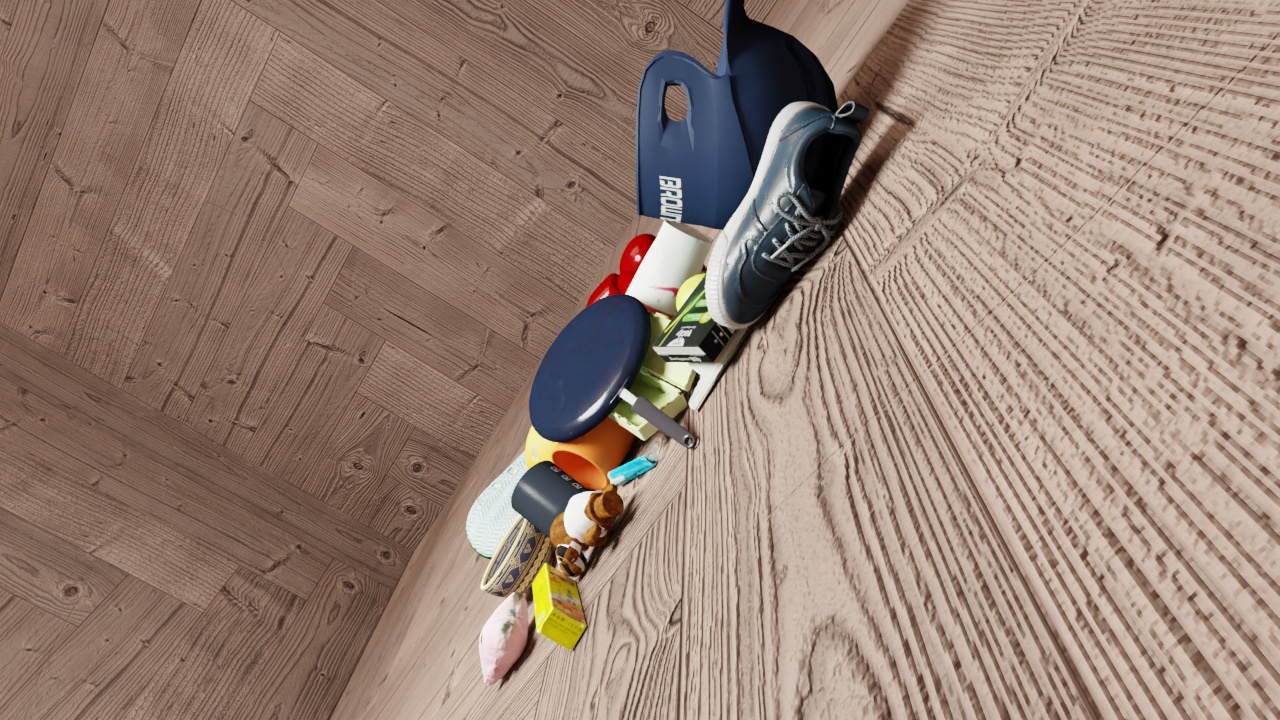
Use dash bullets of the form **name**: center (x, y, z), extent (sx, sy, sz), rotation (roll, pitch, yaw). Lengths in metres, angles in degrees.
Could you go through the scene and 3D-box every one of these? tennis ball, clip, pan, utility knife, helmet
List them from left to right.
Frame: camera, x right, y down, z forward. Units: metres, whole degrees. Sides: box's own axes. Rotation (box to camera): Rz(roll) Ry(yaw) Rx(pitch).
- **pan**: center (-0.030, 0.027, 1.020), extent (0.198, 0.021, 0.356), rotation (-55, 32, -1)
- **utility knife**: center (-0.005, 0.119, 1.004), extent (0.124, 0.022, 0.015), rotation (-35, 25, 59)
- **tennis ball**: center (0.073, -0.065, 1.039), extent (0.065, 0.065, 0.065), rotation (-56, 10, 14)
- **clip**: center (0.077, 0.003, 0.953), extent (0.102, 0.040, 0.054), rotation (-56, 29, 6)
- **helmet**: center (0.110, -0.279, 1.023), extent (0.232, 0.223, 0.272), rotation (76, -165, -84)

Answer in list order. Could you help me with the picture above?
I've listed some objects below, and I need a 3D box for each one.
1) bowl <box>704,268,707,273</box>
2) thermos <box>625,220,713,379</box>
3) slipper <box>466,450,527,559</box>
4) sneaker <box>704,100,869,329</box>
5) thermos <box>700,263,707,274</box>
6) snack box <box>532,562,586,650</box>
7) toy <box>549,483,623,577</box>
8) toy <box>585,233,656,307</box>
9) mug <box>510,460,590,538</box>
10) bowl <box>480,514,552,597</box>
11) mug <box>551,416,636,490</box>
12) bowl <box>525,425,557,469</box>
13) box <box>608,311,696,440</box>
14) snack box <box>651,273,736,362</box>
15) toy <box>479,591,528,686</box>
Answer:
- **bowl**: center (0.111, -0.118, 1.114), extent (0.118, 0.030, 0.117), rotation (-57, 9, 14)
- **thermos**: center (0.014, -0.068, 1.169), extent (0.099, 0.099, 0.221), rotation (-87, 20, -71)
- **slipper**: center (-0.139, 0.180, 1.281), extent (0.104, 0.074, 0.245), rotation (34, 80, 38)
- **sneaker**: center (0.140, -0.130, 0.860), extent (0.087, 0.089, 0.236), rotation (41, 114, 53)
- **thermos**: center (0.010, -0.052, 1.295), extent (0.233, 0.076, 0.091), rotation (-54, 7, 25)
- **snack box**: center (-0.084, 0.247, 0.930), extent (0.029, 0.040, 0.148), rotation (-58, 9, -1)
- **toy**: center (-0.055, 0.174, 0.971), extent (0.113, 0.067, 0.087), rotation (-37, 22, 43)
- **toy**: center (-0.010, -0.107, 1.449), extent (0.197, 0.120, 0.158), rotation (-44, 16, 19)
- **mug**: center (-0.097, 0.176, 1.079), extent (0.071, 0.077, 0.105), rotation (-44, -29, -24)
- **bowl**: center (-0.147, 0.254, 1.167), extent (0.112, 0.061, 0.112), rotation (-56, 10, 14)
- **mug**: center (-0.049, 0.106, 1.119), extent (0.095, 0.078, 0.113), rotation (-58, -27, -32)
- **bowl**: center (-0.084, 0.115, 1.183), extent (0.068, 0.117, 0.117), rotation (6, 59, 40)
- **box**: center (-0.001, 0.010, 1.055), extent (0.140, 0.047, 0.188), rotation (-60, 32, -4)
- **snack box**: center (0.082, -0.061, 0.958), extent (0.080, 0.025, 0.147), rotation (1, 49, 56)
- **toy**: center (-0.158, 0.323, 1.044), extent (0.099, 0.053, 0.096), rotation (-83, 14, -76)
